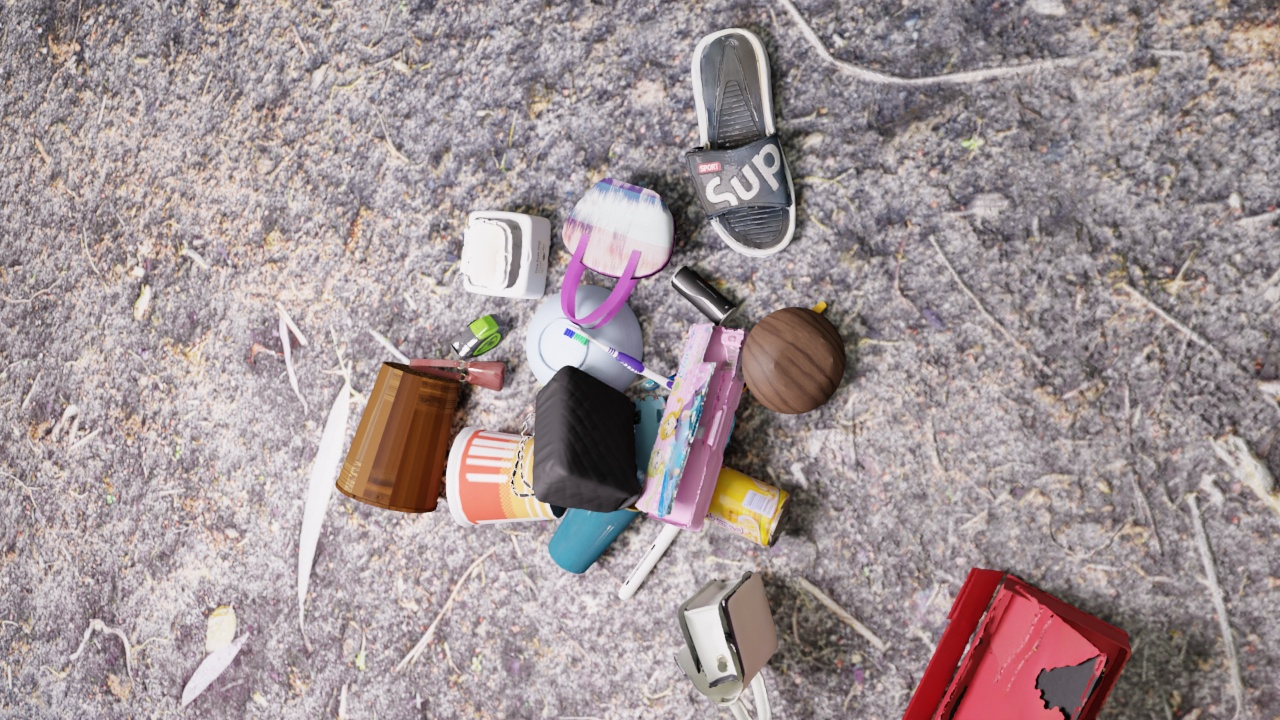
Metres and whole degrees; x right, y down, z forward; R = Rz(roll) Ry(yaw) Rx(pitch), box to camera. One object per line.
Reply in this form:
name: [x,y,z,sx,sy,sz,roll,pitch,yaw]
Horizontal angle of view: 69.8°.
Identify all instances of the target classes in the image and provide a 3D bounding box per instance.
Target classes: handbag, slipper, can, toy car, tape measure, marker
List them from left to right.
handbag: [-0.233,0.013,1.162,0.119,0.055,0.029,8,63,-4]
tape measure: [-0.204,-0.033,1.168,0.066,0.058,0.036,-40,76,6]
handbag: [-0.068,0.105,1.051,0.115,0.125,0.153,-47,34,36]
handbag: [-0.036,-0.116,1.062,0.145,0.068,0.169,21,79,20]
marker: [0.012,0.239,1.114,0.134,0.017,0.020,-56,36,15]
toy car: [0.016,0.098,1.101,0.060,0.027,0.107,-6,74,29]
can: [0.073,-0.075,1.068,0.080,0.031,0.032,43,106,15]
handbag: [0.102,0.334,1.009,0.074,0.151,0.176,-18,86,22]
slipper: [0.107,-0.246,1.033,0.111,0.063,0.263,-7,87,22]
can: [0.113,0.163,1.042,0.105,0.067,0.068,22,100,20]

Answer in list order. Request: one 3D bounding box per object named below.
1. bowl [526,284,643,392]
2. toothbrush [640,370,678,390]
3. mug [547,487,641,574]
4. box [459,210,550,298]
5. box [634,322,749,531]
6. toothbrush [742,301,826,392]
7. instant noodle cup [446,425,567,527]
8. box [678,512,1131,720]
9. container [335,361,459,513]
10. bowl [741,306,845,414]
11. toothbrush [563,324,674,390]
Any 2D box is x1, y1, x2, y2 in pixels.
bowl: [-0.079,-0.017,1.110,0.151,0.074,0.150,1,93,22]
toothbrush: [0.061,0.012,1.085,0.135,0.017,0.021,-19,77,22]
mug: [-0.058,0.197,1.113,0.078,0.078,0.121,42,111,16]
box: [-0.179,-0.133,1.133,0.102,0.101,0.108,8,93,21]
box: [0.053,0.068,1.020,0.085,0.063,0.230,10,79,42]
toothbrush: [0.136,0.001,1.048,0.197,0.030,0.031,-43,73,16]
instant noodle cup: [-0.156,0.145,1.130,0.121,0.123,0.123,0,92,15]
box: [0.263,0.299,0.915,0.425,0.128,0.213,20,101,-10]
container: [-0.305,0.095,1.185,0.132,0.132,0.167,17,93,21]
bowl: [0.172,0.001,0.999,0.119,0.032,0.119,-1,95,-9]
toothbrush: [-0.006,0.006,1.067,0.186,0.015,0.016,29,88,-12]
